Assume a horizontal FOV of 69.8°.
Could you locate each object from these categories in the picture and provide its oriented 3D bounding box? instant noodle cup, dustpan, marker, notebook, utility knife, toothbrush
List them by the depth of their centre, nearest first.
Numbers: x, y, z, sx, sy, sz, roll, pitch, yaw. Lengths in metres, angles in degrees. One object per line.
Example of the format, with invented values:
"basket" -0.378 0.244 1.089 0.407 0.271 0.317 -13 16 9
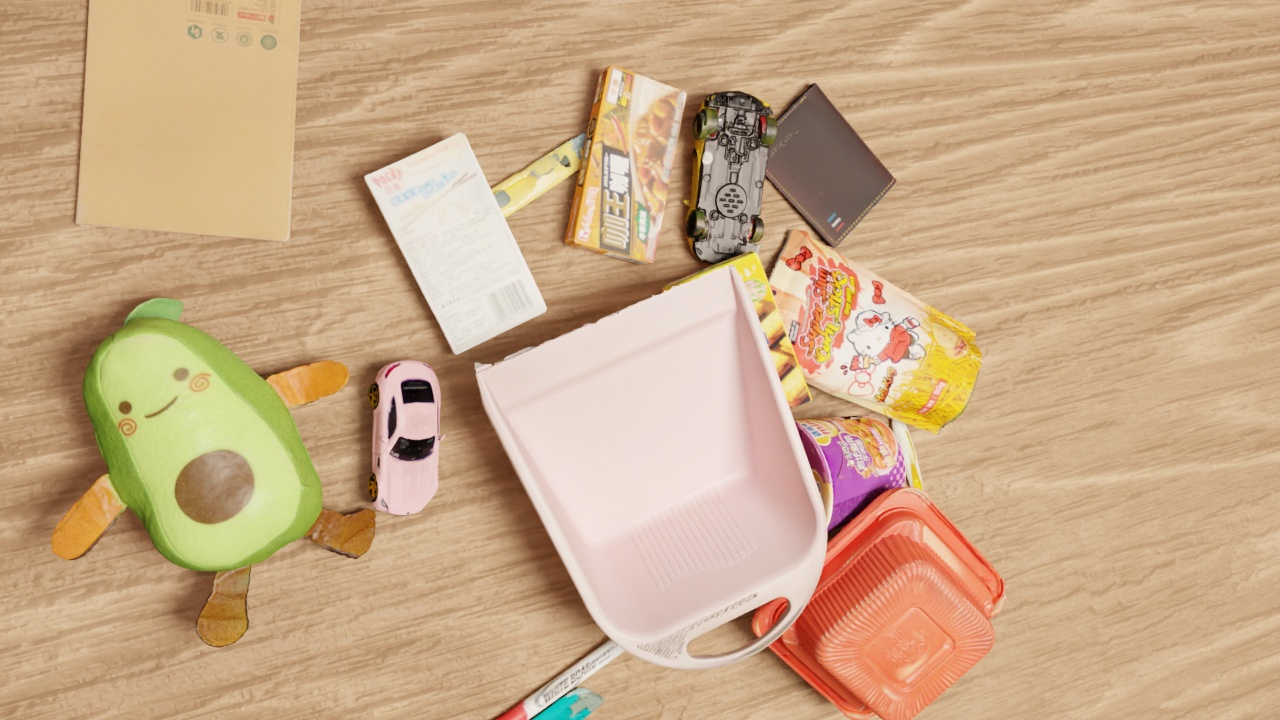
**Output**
"notebook" -0.339 -0.199 0.695 0.147 0.008 0.207 3 89 -17
"dustpan" 0.032 0.095 0.706 0.222 0.138 0.274 -26 124 -7
"utility knife" -0.119 0.335 0.757 0.205 0.013 0.029 -33 99 -15
"instant noodle cup" 0.209 0.215 0.758 0.164 0.079 0.189 42 97 -18
"utility knife" -0.105 -0.142 0.766 0.164 0.018 0.031 -37 106 -18
"marker" -0.064 0.271 0.773 0.145 0.017 0.017 -32 99 -14
"instant noodle cup" 0.168 0.095 0.802 0.099 0.112 0.111 -10 93 -26
"toothbrush" 0.272 0.141 0.875 0.016 0.018 0.191 -20 96 -18

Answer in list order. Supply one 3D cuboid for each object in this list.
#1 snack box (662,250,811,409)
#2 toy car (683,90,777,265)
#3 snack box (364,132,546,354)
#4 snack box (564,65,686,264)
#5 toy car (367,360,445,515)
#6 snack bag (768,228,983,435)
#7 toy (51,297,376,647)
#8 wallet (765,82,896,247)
"snack box" 0.084 -0.015 0.796 0.087 0.033 0.140 -21 96 6
"toy car" 0.075 -0.157 0.803 0.071 0.041 0.156 2 99 -17
"snack box" -0.146 -0.092 0.733 0.084 0.027 0.157 -27 103 -10
"snack box" -0.012 -0.164 0.781 0.075 0.026 0.153 12 87 -23
"toy car" -0.182 0.061 0.719 0.056 0.037 0.122 0 91 -42
"snack bag" 0.203 -0.021 0.839 0.208 0.073 0.128 26 83 -8
"toy" -0.307 0.074 0.662 0.226 0.090 0.247 -36 104 -24
"wallet" 0.168 -0.179 0.846 0.122 0.020 0.096 46 78 -10
